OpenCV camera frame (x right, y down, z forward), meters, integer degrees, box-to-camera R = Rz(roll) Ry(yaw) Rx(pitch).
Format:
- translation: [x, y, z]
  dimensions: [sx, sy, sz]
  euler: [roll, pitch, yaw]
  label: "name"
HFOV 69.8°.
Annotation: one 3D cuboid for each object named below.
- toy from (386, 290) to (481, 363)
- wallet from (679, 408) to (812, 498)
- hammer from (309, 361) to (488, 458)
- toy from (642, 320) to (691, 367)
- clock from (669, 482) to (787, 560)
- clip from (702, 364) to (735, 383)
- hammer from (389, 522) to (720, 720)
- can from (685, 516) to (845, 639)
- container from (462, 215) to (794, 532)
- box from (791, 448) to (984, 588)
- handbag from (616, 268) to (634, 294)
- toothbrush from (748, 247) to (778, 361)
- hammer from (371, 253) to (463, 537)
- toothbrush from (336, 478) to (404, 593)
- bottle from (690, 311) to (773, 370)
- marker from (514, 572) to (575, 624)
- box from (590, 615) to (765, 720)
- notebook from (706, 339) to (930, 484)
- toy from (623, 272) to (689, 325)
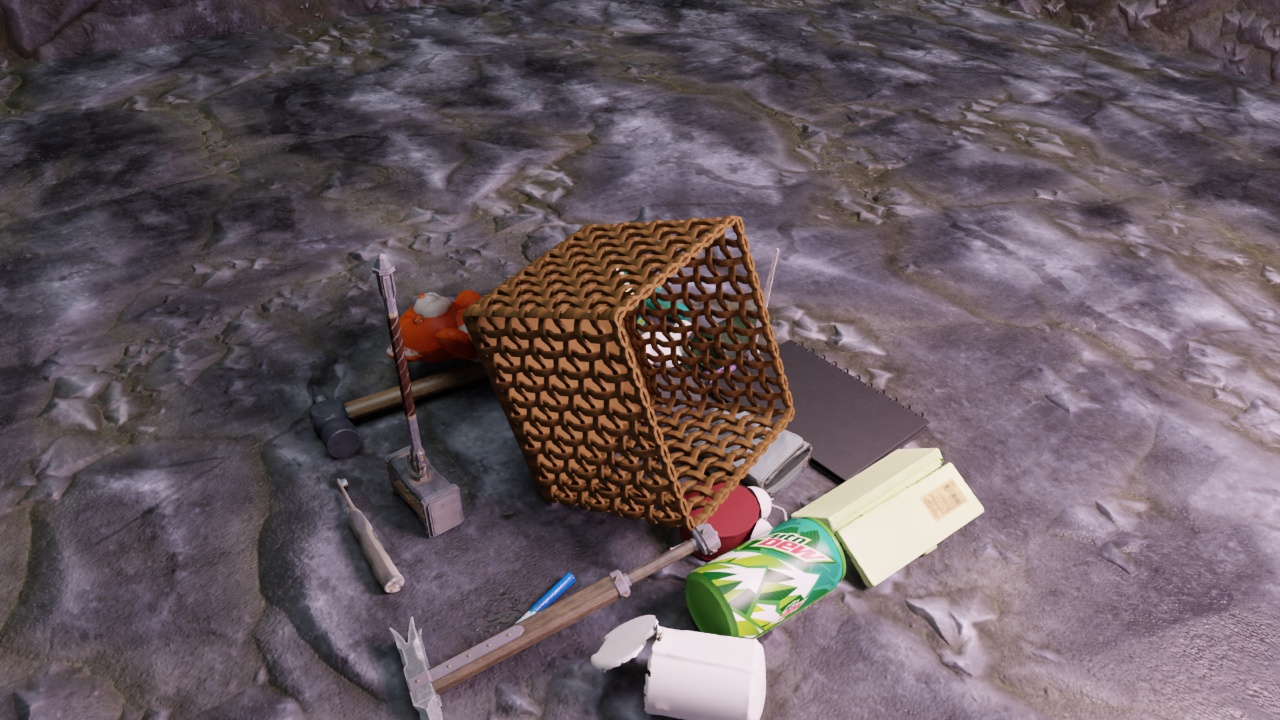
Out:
- translation: [-0.234, -0.045, 1.189]
  dimensions: [0.172, 0.093, 0.163]
  euler: [-1, 28, 6]
  label: "toy"
- translation: [0.123, 0.103, 1.076]
  dimensions: [0.132, 0.054, 0.100]
  euler: [24, 41, 36]
  label: "wallet"
- translation: [-0.264, 0.029, 1.186]
  dimensions: [0.321, 0.040, 0.129]
  euler: [-19, 36, -26]
  label: "hammer"
- translation: [0.030, -0.017, 1.244]
  dimensions: [0.125, 0.037, 0.076]
  euler: [-16, 44, -31]
  label: "toy"
- translation: [0.095, 0.172, 0.982]
  dimensions: [0.124, 0.044, 0.087]
  euler: [1, 36, 2]
  label: "clock"
- translation: [0.105, 0.021, 1.216]
  dimensions: [0.050, 0.014, 0.045]
  euler: [-5, 36, -3]
  label: "clip"
- translation: [-0.065, 0.235, 0.849]
  dimensions: [0.316, 0.028, 0.147]
  euler: [-26, 42, -9]
  label: "hammer"
- translation: [0.122, 0.214, 0.892]
  dimensions: [0.143, 0.083, 0.083]
  euler: [-22, 42, -27]
  label: "can"
- translation: [-0.006, 0.006, 0.981]
  dimensions: [0.215, 0.252, 0.218]
  euler: [4, 34, 40]
  label: "container"
- translation: [0.271, 0.156, 0.998]
  dimensions: [0.187, 0.061, 0.133]
  euler: [-22, 44, -29]
  label: "box"
- translation: [-0.071, -0.047, 1.178]
  dimensions: [0.123, 0.172, 0.112]
  euler: [29, 45, 17]
  label: "handbag"
- translation: [0.163, -0.069, 1.196]
  dimensions: [0.010, 0.182, 0.010]
  euler: [29, 42, 26]
  label: "toothbrush"
- translation: [-0.238, 0.034, 0.933]
  dimensions: [0.044, 0.323, 0.098]
  euler: [-25, 43, -30]
  label: "hammer"
- translation: [-0.298, 0.183, 0.987]
  dimensions: [0.024, 0.022, 0.185]
  euler: [-18, 39, -28]
  label: "toothbrush"
- translation: [0.136, -0.037, 1.259]
  dimensions: [0.055, 0.055, 0.173]
  euler: [23, 30, 28]
  label: "bottle"
- translation: [-0.113, 0.255, 0.896]
  dimensions: [0.013, 0.013, 0.141]
  euler: [25, 43, 29]
  label: "marker"
- translation: [0.031, 0.271, 0.812]
  dimensions: [0.160, 0.092, 0.081]
  euler: [4, 28, 10]
  label: "box"
- translation: [0.224, 0.057, 1.163]
  dimensions: [0.168, 0.019, 0.231]
  euler: [-27, 44, -31]
  label: "notebook"
- translation: [-0.019, -0.099, 1.337]
  dimensions: [0.193, 0.072, 0.130]
  euler: [27, 5, 28]
  label: "toy"
